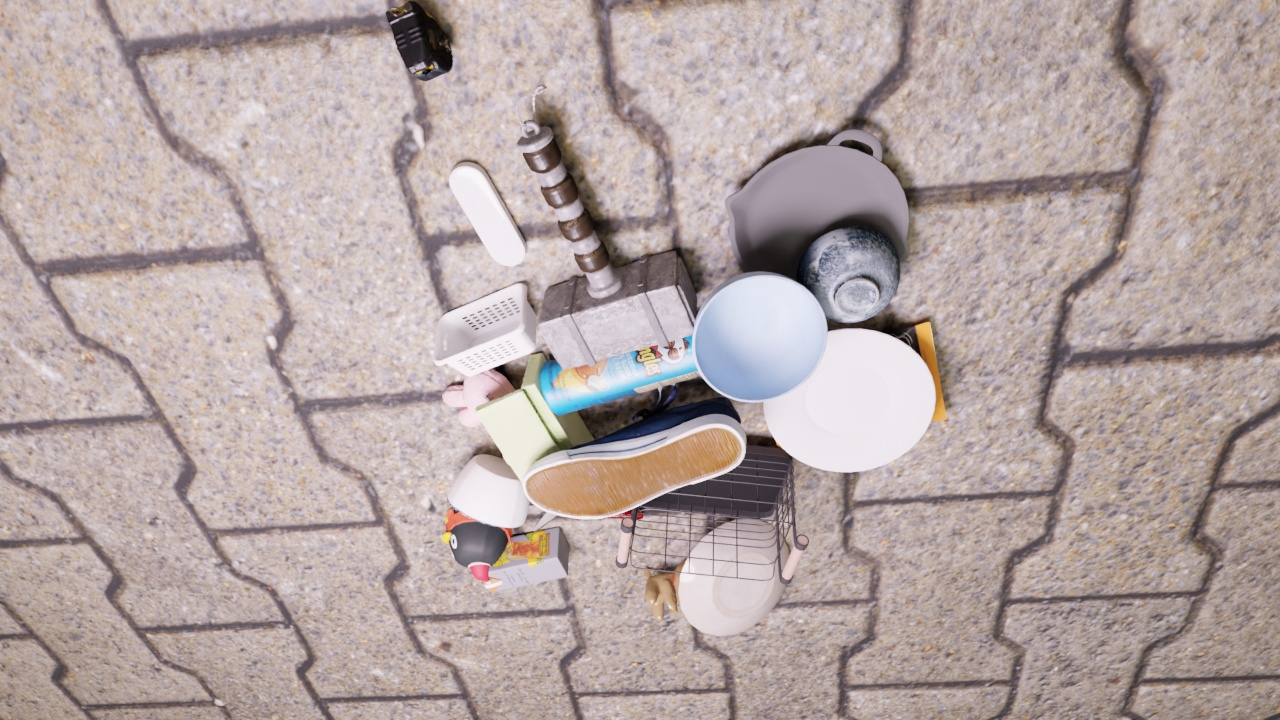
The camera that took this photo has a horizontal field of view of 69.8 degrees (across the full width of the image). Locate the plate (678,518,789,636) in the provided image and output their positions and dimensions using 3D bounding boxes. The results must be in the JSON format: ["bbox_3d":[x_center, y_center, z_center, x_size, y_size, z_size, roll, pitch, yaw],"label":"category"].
[{"bbox_3d":[0.146,0.326,1.357,0.188,0.027,0.189,-6,106,-23],"label":"plate"}]

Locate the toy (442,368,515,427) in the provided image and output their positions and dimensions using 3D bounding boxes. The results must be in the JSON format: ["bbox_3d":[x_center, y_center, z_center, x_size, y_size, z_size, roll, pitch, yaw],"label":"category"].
[{"bbox_3d":[-0.206,0.055,1.206,0.105,0.053,0.108,-11,131,31],"label":"toy"}]

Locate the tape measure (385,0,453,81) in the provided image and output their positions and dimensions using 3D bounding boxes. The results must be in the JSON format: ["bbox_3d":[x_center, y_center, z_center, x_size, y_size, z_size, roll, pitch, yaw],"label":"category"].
[{"bbox_3d":[-0.208,-0.305,0.890,0.038,0.062,0.067,-18,89,17],"label":"tape measure"}]

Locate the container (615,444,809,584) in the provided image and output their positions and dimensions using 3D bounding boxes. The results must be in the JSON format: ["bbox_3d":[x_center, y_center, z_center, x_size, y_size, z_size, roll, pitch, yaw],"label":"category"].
[{"bbox_3d":[0.094,0.210,1.245,0.241,0.130,0.163,6,139,-1],"label":"container"}]

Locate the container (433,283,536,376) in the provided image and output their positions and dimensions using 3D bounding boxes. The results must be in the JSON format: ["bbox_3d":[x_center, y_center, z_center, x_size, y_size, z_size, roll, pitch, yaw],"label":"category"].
[{"bbox_3d":[-0.183,-0.032,1.113,0.129,0.080,0.049,-20,137,19],"label":"container"}]

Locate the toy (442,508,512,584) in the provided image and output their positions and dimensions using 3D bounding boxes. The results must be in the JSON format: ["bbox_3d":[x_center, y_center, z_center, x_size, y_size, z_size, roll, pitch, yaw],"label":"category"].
[{"bbox_3d":[-0.236,0.253,1.328,0.099,0.119,0.098,9,134,-12],"label":"toy"}]

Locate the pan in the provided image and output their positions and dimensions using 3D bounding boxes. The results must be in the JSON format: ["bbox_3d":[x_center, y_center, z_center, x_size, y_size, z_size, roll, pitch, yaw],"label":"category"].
[{"bbox_3d":[0.177,-0.101,1.050,0.216,0.024,0.355,15,124,-9],"label":"pan"}]

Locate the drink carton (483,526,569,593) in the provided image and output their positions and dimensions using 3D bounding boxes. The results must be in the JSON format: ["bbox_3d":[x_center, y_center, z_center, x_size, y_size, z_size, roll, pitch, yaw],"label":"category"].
[{"bbox_3d":[-0.175,0.303,1.396,0.125,0.076,0.048,-14,128,9],"label":"drink carton"}]

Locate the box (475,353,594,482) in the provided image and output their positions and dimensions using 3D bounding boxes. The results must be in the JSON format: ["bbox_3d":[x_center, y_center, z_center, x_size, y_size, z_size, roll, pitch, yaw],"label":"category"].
[{"bbox_3d":[-0.121,0.095,1.192,0.064,0.130,0.188,22,146,46],"label":"box"}]

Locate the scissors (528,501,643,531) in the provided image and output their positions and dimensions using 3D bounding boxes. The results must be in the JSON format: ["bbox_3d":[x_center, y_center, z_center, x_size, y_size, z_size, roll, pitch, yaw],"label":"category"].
[{"bbox_3d":[-0.092,0.198,1.339,0.199,0.015,0.180,5,131,0],"label":"scissors"}]

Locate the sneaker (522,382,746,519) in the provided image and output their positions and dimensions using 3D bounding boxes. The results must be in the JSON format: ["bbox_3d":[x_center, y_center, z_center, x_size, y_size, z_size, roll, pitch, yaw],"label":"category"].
[{"bbox_3d":[-0.011,0.106,1.168,0.295,0.127,0.121,-19,118,13],"label":"sneaker"}]

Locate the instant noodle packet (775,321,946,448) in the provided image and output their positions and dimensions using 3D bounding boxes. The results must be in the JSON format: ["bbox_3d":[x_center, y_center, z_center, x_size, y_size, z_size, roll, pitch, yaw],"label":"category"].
[{"bbox_3d":[0.267,0.039,1.170,0.221,0.032,0.160,-13,125,14],"label":"instant noodle packet"}]

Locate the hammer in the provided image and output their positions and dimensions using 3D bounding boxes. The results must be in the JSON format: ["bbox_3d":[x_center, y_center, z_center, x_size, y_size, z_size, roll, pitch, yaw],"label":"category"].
[{"bbox_3d":[-0.068,-0.142,1.009,0.177,0.079,0.326,-15,127,15],"label":"hammer"}]

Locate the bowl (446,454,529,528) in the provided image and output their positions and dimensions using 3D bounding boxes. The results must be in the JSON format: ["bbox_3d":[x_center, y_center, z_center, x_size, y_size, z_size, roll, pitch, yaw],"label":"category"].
[{"bbox_3d":[-0.203,0.177,1.271,0.116,0.116,0.066,20,98,-13],"label":"bowl"}]

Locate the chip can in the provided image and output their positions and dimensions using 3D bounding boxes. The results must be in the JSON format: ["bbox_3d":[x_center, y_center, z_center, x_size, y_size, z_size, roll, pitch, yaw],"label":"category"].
[{"bbox_3d":[-0.007,0.007,1.133,0.230,0.079,0.080,-15,127,16],"label":"chip can"}]

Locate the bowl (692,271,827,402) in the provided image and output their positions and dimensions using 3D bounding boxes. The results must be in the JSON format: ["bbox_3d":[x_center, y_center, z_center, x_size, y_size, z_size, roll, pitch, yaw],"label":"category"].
[{"bbox_3d":[0.127,-0.036,1.029,0.150,0.074,0.151,-1,115,-3],"label":"bowl"}]

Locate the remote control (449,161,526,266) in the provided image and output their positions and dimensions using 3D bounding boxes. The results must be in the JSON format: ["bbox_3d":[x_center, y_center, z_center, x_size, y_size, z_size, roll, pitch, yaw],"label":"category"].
[{"bbox_3d":[-0.172,-0.164,1.040,0.043,0.013,0.136,-16,127,16],"label":"remote control"}]

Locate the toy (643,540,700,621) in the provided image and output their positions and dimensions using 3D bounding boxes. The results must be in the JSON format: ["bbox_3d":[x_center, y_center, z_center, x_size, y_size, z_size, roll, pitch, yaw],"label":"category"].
[{"bbox_3d":[0.062,0.345,1.406,0.108,0.105,0.134,-17,132,3],"label":"toy"}]

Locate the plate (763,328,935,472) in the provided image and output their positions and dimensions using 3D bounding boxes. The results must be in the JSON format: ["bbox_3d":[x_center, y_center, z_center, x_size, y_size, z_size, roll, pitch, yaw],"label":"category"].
[{"bbox_3d":[0.258,0.050,1.144,0.209,0.015,0.209,3,120,5],"label":"plate"}]

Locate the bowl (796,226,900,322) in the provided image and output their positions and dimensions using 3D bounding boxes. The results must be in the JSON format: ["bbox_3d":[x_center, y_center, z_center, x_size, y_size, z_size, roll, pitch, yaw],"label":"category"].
[{"bbox_3d":[0.232,-0.084,1.010,0.114,0.060,0.114,1,125,1],"label":"bowl"}]
